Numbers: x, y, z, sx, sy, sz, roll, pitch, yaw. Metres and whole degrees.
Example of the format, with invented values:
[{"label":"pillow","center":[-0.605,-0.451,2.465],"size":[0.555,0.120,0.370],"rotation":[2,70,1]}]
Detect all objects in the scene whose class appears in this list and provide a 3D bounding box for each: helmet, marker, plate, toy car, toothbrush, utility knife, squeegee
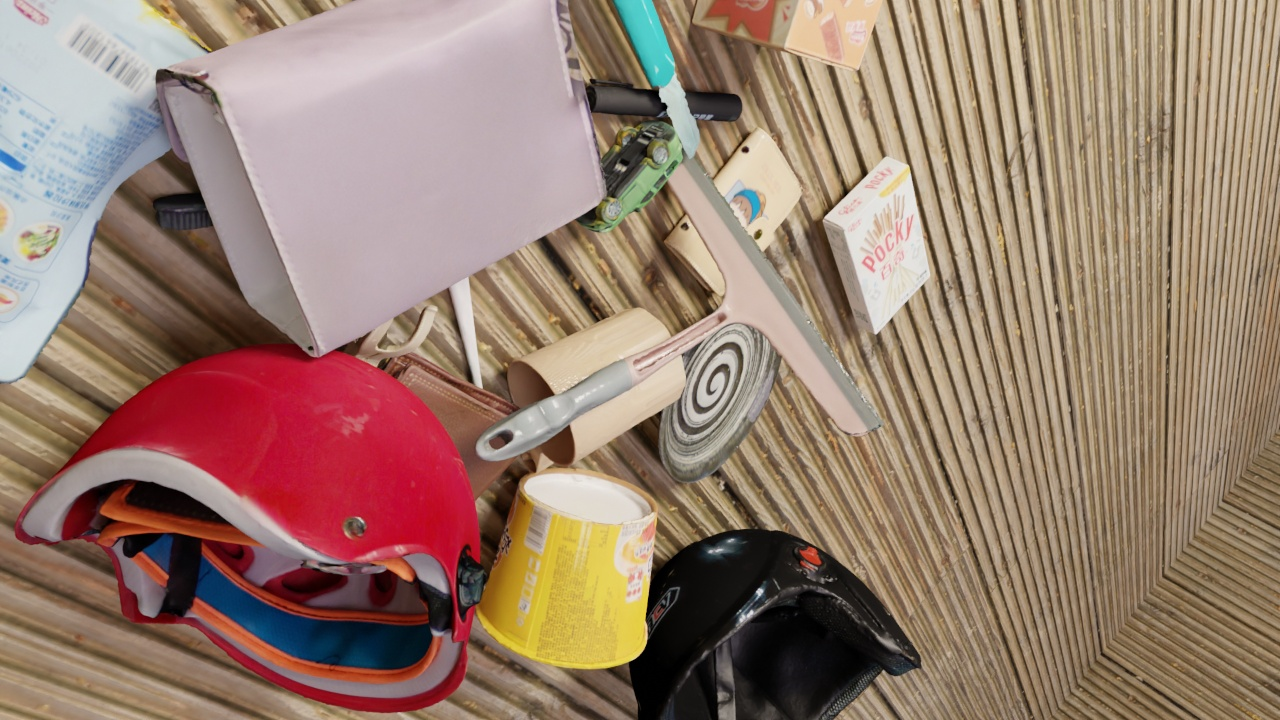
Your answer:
[{"label":"helmet","center":[0.100,0.266,0.840],"size":[0.274,0.230,0.233],"rotation":[31,100,-40]},{"label":"marker","center":[0.018,-0.178,0.632],"size":[0.131,0.020,0.022],"rotation":[-8,105,-38]},{"label":"plate","center":[0.066,0.020,0.784],"size":[0.178,0.024,0.180],"rotation":[-36,140,-37]},{"label":"toy car","center":[-0.010,-0.123,0.624],"size":[0.091,0.043,0.036],"rotation":[-47,138,-8]},{"label":"toothbrush","center":[-0.174,-0.085,0.523],"size":[0.188,0.014,0.018],"rotation":[-8,131,-39]},{"label":"toothbrush","center":[-0.114,-0.017,0.618],"size":[0.016,0.016,0.180],"rotation":[-27,131,-29]},{"label":"utility knife","center":[0.001,-0.206,0.571],"size":[0.029,0.013,0.216],"rotation":[-48,141,-13]},{"label":"helmet","center":[-0.180,0.085,0.509],"size":[0.240,0.207,0.143],"rotation":[68,26,-45]},{"label":"squeegee","center":[-0.004,0.004,0.613],"size":[0.249,0.247,0.040],"rotation":[-30,172,-23]}]

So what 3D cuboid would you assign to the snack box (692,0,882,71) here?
[{"label":"snack box","center":[0.102,-0.253,0.604],"size":[0.076,0.093,0.094],"rotation":[-2,117,-41]}]

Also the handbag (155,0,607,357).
[{"label":"handbag","center":[-0.123,-0.114,0.474],"size":[0.196,0.098,0.145],"rotation":[-35,142,-31]}]

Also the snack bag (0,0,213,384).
[{"label":"snack bag","center":[-0.280,-0.087,0.408],"size":[0.191,0.039,0.110],"rotation":[-53,143,1]}]

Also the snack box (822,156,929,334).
[{"label":"snack box","center":[0.219,-0.101,0.839],"size":[0.084,0.027,0.157],"rotation":[-45,140,-10]}]

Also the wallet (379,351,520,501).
[{"label":"wallet","center":[-0.142,0.057,0.619],"size":[0.101,0.032,0.124],"rotation":[-49,132,10]}]

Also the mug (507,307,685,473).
[{"label":"mug","center":[-0.035,0.028,0.682],"size":[0.103,0.084,0.125],"rotation":[-28,156,-28]}]

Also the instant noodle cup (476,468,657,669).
[{"label":"instant noodle cup","center":[-0.050,0.152,0.707],"size":[0.137,0.138,0.110],"rotation":[1,106,-43]}]

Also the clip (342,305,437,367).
[{"label":"clip","center":[-0.157,-0.008,0.549],"size":[0.035,0.093,0.103],"rotation":[15,94,-46]}]

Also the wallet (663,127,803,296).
[{"label":"wallet","center":[0.077,-0.113,0.727],"size":[0.115,0.024,0.087],"rotation":[-52,133,-4]}]
